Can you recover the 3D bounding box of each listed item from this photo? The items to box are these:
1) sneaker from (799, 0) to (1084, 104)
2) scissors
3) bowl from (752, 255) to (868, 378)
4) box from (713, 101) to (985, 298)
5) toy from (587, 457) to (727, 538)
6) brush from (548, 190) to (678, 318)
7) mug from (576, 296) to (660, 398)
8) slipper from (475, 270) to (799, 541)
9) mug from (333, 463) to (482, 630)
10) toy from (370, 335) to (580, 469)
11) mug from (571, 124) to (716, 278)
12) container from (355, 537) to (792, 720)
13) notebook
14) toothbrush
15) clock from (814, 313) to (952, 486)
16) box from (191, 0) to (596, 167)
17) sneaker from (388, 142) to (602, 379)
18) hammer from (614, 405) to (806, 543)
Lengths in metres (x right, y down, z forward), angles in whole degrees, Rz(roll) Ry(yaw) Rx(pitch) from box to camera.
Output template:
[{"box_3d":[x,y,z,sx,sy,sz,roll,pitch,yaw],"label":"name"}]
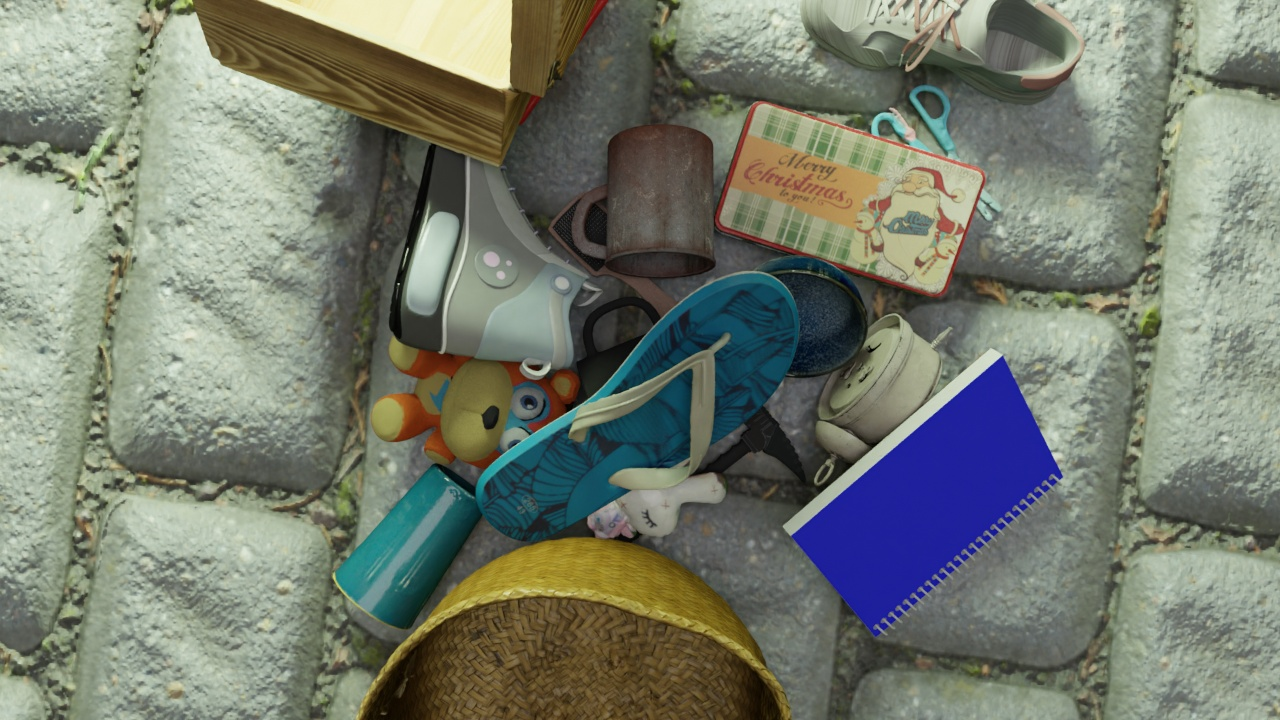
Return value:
[{"box_3d":[0.252,-0.279,0.752,0.236,0.089,0.099,15,89,0],"label":"sneaker"},{"box_3d":[0.270,-0.179,0.793,0.141,0.015,0.076,40,93,-5],"label":"scissors"},{"box_3d":[0.130,-0.046,0.757,0.114,0.115,0.060,16,47,0],"label":"bowl"},{"box_3d":[0.171,-0.132,0.769,0.205,0.051,0.117,19,93,1],"label":"box"},{"box_3d":[0.010,0.109,0.762,0.123,0.038,0.079,-32,96,4],"label":"toy"},{"box_3d":[-0.017,-0.085,0.789,0.135,0.015,0.050,45,89,1],"label":"brush"},{"box_3d":[-0.004,0.004,0.756,0.088,0.078,0.113,-22,90,0],"label":"mug"},{"box_3d":[0.004,0.052,0.694,0.295,0.060,0.118,-36,119,7],"label":"slipper"},{"box_3d":[-0.185,0.150,0.762,0.078,0.078,0.121,37,85,1],"label":"mug"},{"box_3d":[-0.127,0.037,0.756,0.176,0.096,0.112,14,95,-10],"label":"toy"},{"box_3d":[0.001,-0.127,0.753,0.123,0.096,0.110,-1,77,16],"label":"mug"},{"box_3d":[-0.048,0.284,0.691,0.307,0.196,0.307,0,95,-3],"label":"container"},{"box_3d":[0.235,0.115,0.740,0.209,0.022,0.171,-40,124,0],"label":"notebook"},{"box_3d":[-0.051,-0.295,0.793,0.018,0.012,0.212,35,90,1],"label":"toothbrush"},{"box_3d":[0.188,0.038,0.743,0.061,0.103,0.156,34,82,-6],"label":"clock"},{"box_3d":[-0.112,-0.347,0.595,0.286,0.337,0.278,20,64,-5],"label":"box"},{"box_3d":[-0.102,-0.115,0.742,0.160,0.093,0.256,15,66,-15],"label":"sneaker"},{"box_3d":[-0.007,0.157,0.788,0.325,0.015,0.095,-38,89,1],"label":"hammer"}]
